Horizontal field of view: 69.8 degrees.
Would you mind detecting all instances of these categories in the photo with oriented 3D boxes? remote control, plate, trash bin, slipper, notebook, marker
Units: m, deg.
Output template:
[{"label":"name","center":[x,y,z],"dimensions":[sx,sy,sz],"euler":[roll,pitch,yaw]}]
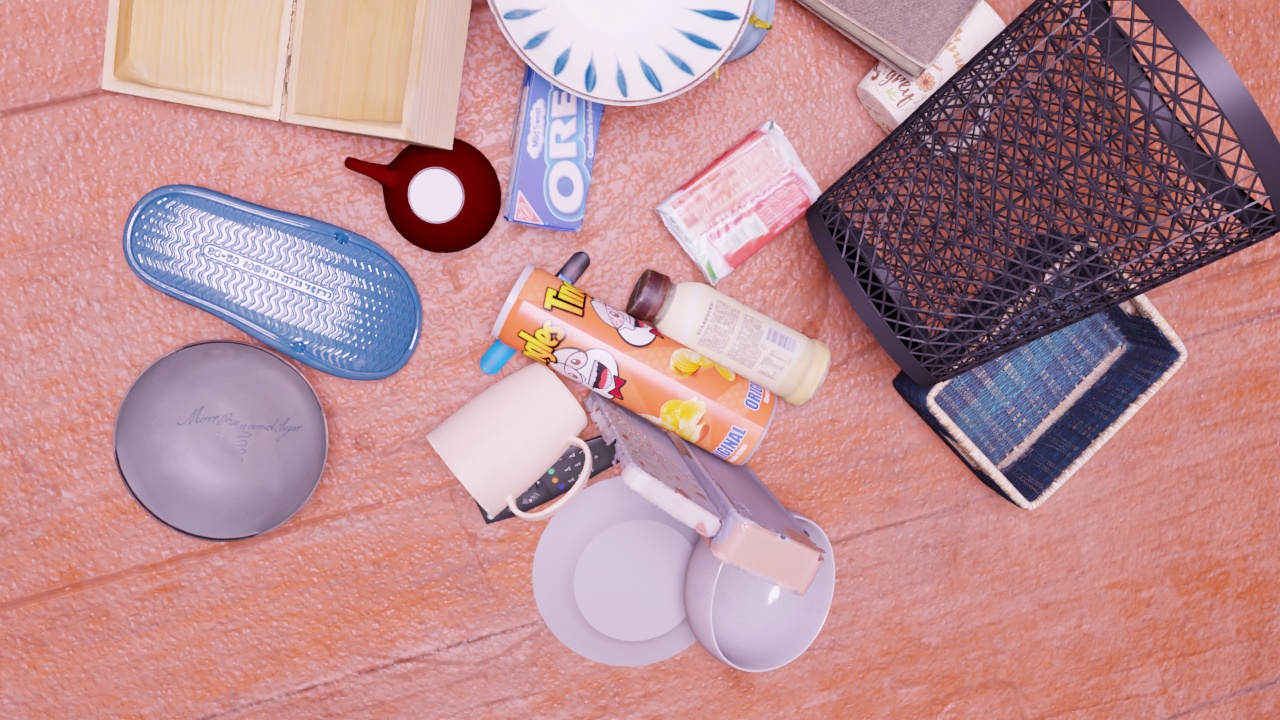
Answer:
[{"label":"remote control","center":[-0.074,0.094,0.749],"dimensions":[0.124,0.010,0.039],"euler":[-23,103,-3]},{"label":"plate","center":[-0.004,0.182,0.771],"dimensions":[0.172,0.019,0.173],"euler":[-1,101,-8]},{"label":"trash bin","center":[0.263,-0.113,0.640],"dimensions":[0.244,0.216,0.217],"euler":[-35,105,23]},{"label":"slipper","center":[-0.259,-0.060,0.670],"dimensions":[0.213,0.059,0.103],"euler":[26,86,-24]},{"label":"notebook","center":[0.174,-0.331,0.657],"dimensions":[0.215,0.034,0.190],"euler":[39,92,10]},{"label":"marker","center":[-0.083,-0.037,0.722],"dimensions":[0.018,0.015,0.123],"euler":[41,90,-7]}]

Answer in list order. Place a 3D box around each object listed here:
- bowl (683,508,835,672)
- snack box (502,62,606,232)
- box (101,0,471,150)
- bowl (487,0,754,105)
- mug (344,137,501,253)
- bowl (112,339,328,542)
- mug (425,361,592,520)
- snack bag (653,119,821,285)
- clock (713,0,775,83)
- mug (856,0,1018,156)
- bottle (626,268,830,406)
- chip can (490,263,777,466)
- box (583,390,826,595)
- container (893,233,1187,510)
[{"label":"bowl","center":[0.090,0.181,0.754],"dimensions":[0.131,0.064,0.132],"euler":[-5,100,-31]},{"label":"snack box","center":[-0.055,-0.209,0.672],"dimensions":[0.059,0.059,0.226],"euler":[10,99,-14]},{"label":"box","center":[-0.229,-0.286,0.620],"dimensions":[0.261,0.096,0.247],"euler":[11,98,6]},{"label":"bowl","center":[-0.017,-0.255,0.603],"dimensions":[0.177,0.071,0.177],"euler":[-2,99,-11]},{"label":"mug","center":[-0.156,-0.123,0.656],"dimensions":[0.114,0.088,0.087],"euler":[18,97,-11]},{"label":"bowl","center":[-0.304,0.055,0.684],"dimensions":[0.150,0.057,0.151],"euler":[-2,100,-8]},{"label":"mug","center":[-0.088,0.066,0.697],"dimensions":[0.104,0.085,0.111],"euler":[-41,69,-10]},{"label":"snack bag","center":[0.077,-0.122,0.717],"dimensions":[0.116,0.036,0.077],"euler":[-38,103,0]},{"label":"clock","center":[0.039,-0.267,0.658],"dimensions":[0.124,0.051,0.089],"euler":[53,133,0]},{"label":"mug","center":[0.233,-0.210,0.715],"dimensions":[0.097,0.081,0.122],"euler":[-41,129,8]},{"label":"bottle","center":[0.069,-0.021,0.725],"dimensions":[0.162,0.056,0.056],"euler":[25,96,-12]},{"label":"chip can","center":[-0.004,0.004,0.689],"dimensions":[0.210,0.062,0.062],"euler":[28,95,-5]},{"label":"box","center":[0.033,0.085,0.657],"dimensions":[0.148,0.216,0.043],"euler":[22,98,-13]},{"label":"container","center":[0.327,0.007,0.760],"dimensions":[0.187,0.071,0.145],"euler":[-45,103,2]}]
